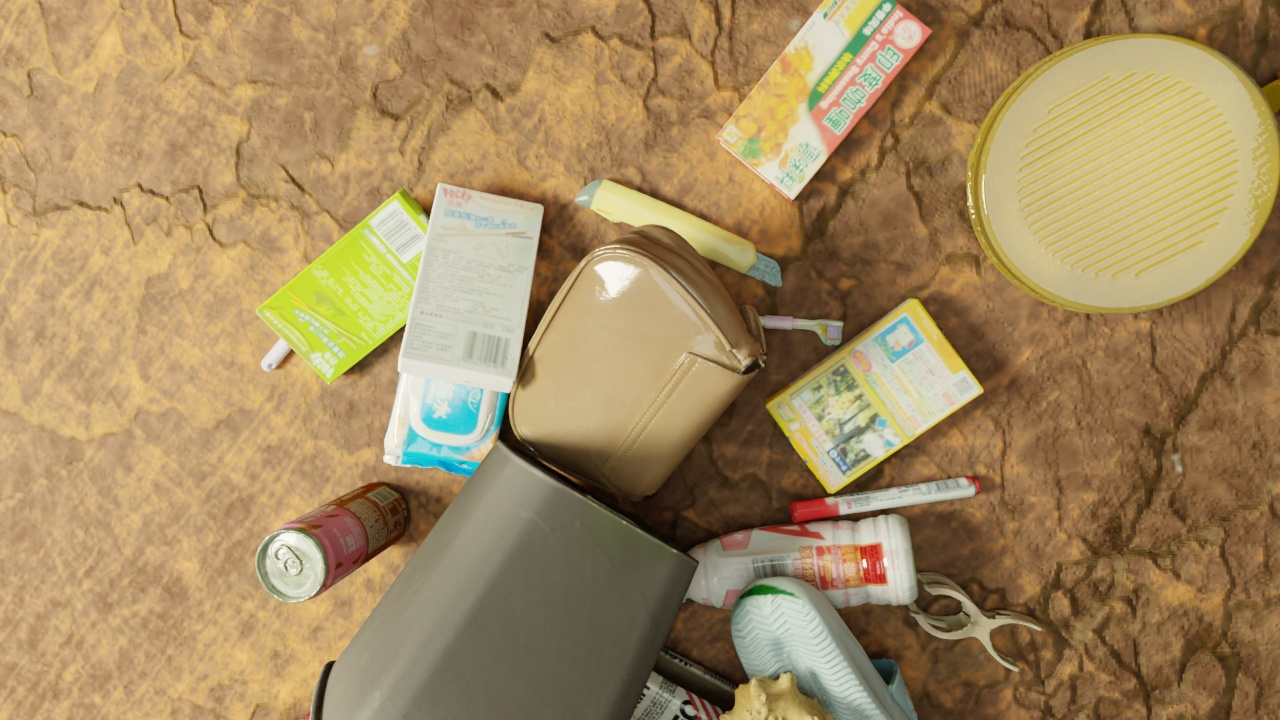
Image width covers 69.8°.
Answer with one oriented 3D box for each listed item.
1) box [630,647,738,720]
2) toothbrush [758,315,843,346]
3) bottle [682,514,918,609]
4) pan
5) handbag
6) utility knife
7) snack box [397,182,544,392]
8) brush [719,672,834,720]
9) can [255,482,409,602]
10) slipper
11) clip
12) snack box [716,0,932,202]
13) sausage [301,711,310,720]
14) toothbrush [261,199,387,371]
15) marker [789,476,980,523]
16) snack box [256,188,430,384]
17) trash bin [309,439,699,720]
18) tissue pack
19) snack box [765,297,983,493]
[{"bbox_3d":[0.039,0.281,0.746,0.163,0.076,0.075,26,118,1],"label":"box"},{"bbox_3d":[0.062,-0.031,0.720,0.190,0.029,0.020,6,54,10],"label":"toothbrush"},{"bbox_3d":[0.109,0.161,0.709,0.197,0.068,0.068,-8,94,14],"label":"bottle"},{"bbox_3d":[0.408,-0.167,0.639,0.358,0.078,0.197,-27,93,17],"label":"pan"},{"bbox_3d":[-0.004,0.004,0.677,0.148,0.099,0.205,41,127,6],"label":"handbag"},{"bbox_3d":[0.032,-0.101,0.719,0.177,0.019,0.031,26,103,10],"label":"utility knife"},{"bbox_3d":[-0.126,-0.057,0.694,0.084,0.027,0.156,11,63,-11],"label":"snack box"},{"bbox_3d":[0.059,0.336,0.656,0.083,0.046,0.255,26,99,-6],"label":"brush"},{"bbox_3d":[-0.236,0.139,0.719,0.058,0.147,0.058,1,95,9],"label":"can"},{"bbox_3d":[0.148,0.251,0.698,0.104,0.074,0.245,-22,112,28],"label":"slipper"},{"bbox_3d":[0.249,0.208,0.708,0.103,0.034,0.076,35,98,-4],"label":"clip"},{"bbox_3d":[0.135,-0.204,0.688,0.077,0.027,0.156,40,100,2],"label":"snack box"},{"bbox_3d":[-0.213,0.297,0.768,0.156,0.020,0.020,-8,94,10],"label":"sausage"},{"bbox_3d":[-0.258,-0.059,0.770,0.189,0.021,0.029,-46,128,12],"label":"toothbrush"},{"bbox_3d":[0.186,0.106,0.701,0.145,0.017,0.017,-8,94,-2],"label":"marker"},{"bbox_3d":[-0.224,-0.058,0.747,0.156,0.026,0.086,-37,109,10],"label":"snack box"},{"bbox_3d":[-0.087,0.192,0.653,0.198,0.199,0.219,33,83,-14],"label":"trash bin"},{"bbox_3d":[-0.147,0.022,0.727,0.090,0.063,0.140,12,97,-11],"label":"tissue pack"},{"bbox_3d":[0.176,0.027,0.701,0.140,0.033,0.087,-37,89,9],"label":"snack box"}]
